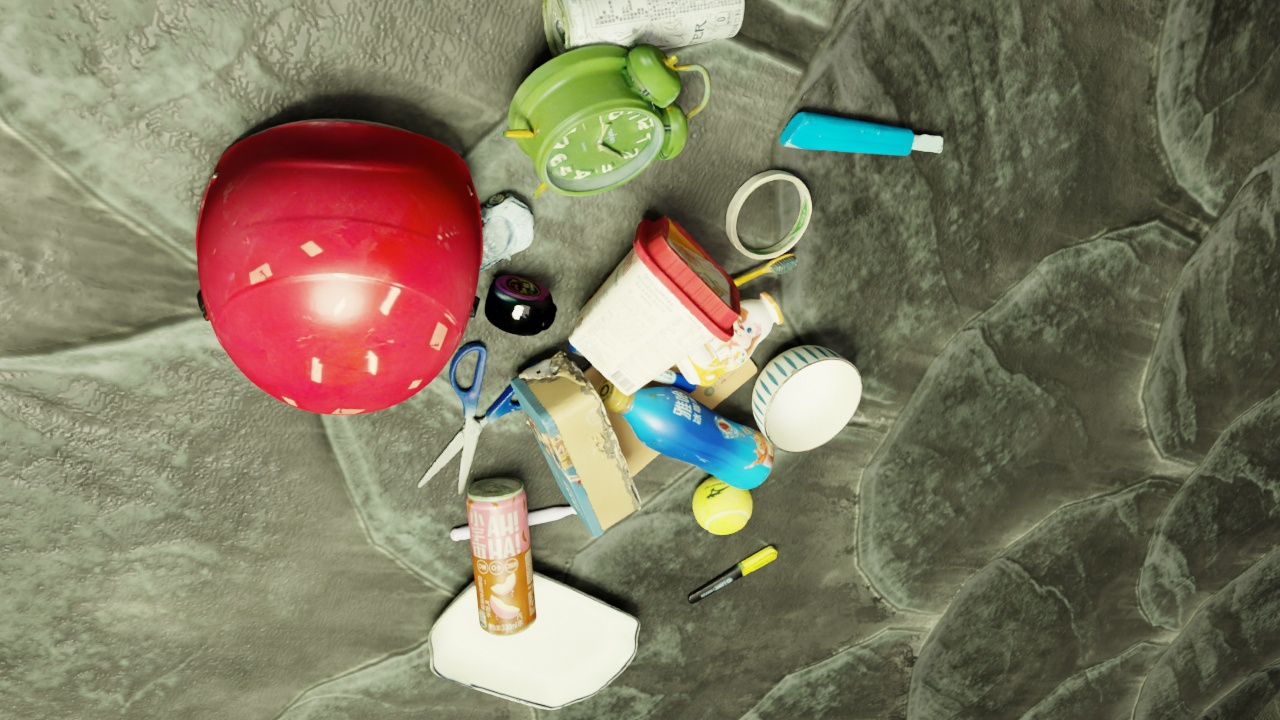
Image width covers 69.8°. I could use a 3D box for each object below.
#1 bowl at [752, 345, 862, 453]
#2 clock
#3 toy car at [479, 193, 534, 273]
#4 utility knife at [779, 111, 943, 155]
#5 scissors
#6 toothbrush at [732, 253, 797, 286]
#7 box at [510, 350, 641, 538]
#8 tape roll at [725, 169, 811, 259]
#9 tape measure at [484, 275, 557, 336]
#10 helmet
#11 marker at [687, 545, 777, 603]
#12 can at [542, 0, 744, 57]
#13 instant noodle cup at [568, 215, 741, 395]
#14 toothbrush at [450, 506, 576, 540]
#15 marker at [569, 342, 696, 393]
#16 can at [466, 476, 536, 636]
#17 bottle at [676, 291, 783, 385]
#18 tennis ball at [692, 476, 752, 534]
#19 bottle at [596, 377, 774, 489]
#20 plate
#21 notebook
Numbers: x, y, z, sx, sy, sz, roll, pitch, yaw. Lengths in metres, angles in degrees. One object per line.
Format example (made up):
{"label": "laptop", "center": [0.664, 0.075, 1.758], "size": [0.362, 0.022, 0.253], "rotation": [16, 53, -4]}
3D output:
{"label": "bowl", "center": [0.166, 0.032, 0.963], "size": [0.116, 0.066, 0.117], "rotation": [-13, 126, -19]}
{"label": "clock", "center": [-0.022, -0.185, 0.702], "size": [0.161, 0.056, 0.116], "rotation": [-23, 160, 0]}
{"label": "toy car", "center": [-0.133, -0.095, 0.758], "size": [0.105, 0.031, 0.049], "rotation": [-34, 130, -3]}
{"label": "utility knife", "center": [0.216, -0.209, 0.862], "size": [0.187, 0.018, 0.034], "rotation": [-1, 132, -26]}
{"label": "scissors", "center": [-0.147, 0.054, 0.860], "size": [0.160, 0.012, 0.164], "rotation": [-18, 128, -14]}
{"label": "toothbrush", "center": [0.067, -0.060, 0.877], "size": [0.191, 0.018, 0.016], "rotation": [-25, 125, -9]}
{"label": "box", "center": [-0.057, 0.085, 0.863], "size": [0.061, 0.090, 0.184], "rotation": [-28, 128, -14]}
{"label": "tape roll", "center": [0.121, -0.137, 0.865], "size": [0.085, 0.014, 0.086], "rotation": [-12, 125, -18]}
{"label": "tape measure", "center": [-0.105, -0.045, 0.787], "size": [0.057, 0.057, 0.039], "rotation": [1, 121, -37]}
{"label": "helmet", "center": [-0.217, -0.044, 0.668], "size": [0.206, 0.143, 0.241], "rotation": [1, 125, -15]}
{"label": "marker", "center": [0.112, 0.263, 1.120], "size": [0.124, 0.015, 0.018], "rotation": [-29, 126, -4]}
{"label": "can", "center": [0.003, -0.264, 0.697], "size": [0.146, 0.058, 0.058], "rotation": [-16, 126, -16]}
{"label": "instant noodle cup", "center": [0.009, -0.045, 0.804], "size": [0.124, 0.116, 0.116], "rotation": [-41, 104, 18]}
{"label": "toothbrush", "center": [-0.102, 0.165, 0.950], "size": [0.189, 0.029, 0.021], "rotation": [-7, 83, -20]}
{"label": "marker", "center": [-0.005, 0.005, 0.883], "size": [0.145, 0.017, 0.017], "rotation": [19, 110, -33]}
{"label": "can", "center": [-0.136, 0.192, 0.900], "size": [0.057, 0.058, 0.147], "rotation": [-9, 105, -21]}
{"label": "bottle", "center": [0.083, -0.024, 0.879], "size": [0.108, 0.063, 0.063], "rotation": [-32, 129, -5]}
{"label": "tennis ball", "center": [0.090, 0.159, 1.009], "size": [0.065, 0.065, 0.066], "rotation": [-13, 125, -19]}
{"label": "bottle", "center": [0.045, 0.069, 0.917], "size": [0.218, 0.065, 0.065], "rotation": [28, 106, -37]}
{"label": "plate", "center": [-0.117, 0.307, 1.025], "size": [0.265, 0.034, 0.162], "rotation": [34, 102, -38]}
{"label": "notebook", "center": [0.006, 0.034, 0.924], "size": [0.208, 0.008, 0.148], "rotation": [-40, 129, 3]}
